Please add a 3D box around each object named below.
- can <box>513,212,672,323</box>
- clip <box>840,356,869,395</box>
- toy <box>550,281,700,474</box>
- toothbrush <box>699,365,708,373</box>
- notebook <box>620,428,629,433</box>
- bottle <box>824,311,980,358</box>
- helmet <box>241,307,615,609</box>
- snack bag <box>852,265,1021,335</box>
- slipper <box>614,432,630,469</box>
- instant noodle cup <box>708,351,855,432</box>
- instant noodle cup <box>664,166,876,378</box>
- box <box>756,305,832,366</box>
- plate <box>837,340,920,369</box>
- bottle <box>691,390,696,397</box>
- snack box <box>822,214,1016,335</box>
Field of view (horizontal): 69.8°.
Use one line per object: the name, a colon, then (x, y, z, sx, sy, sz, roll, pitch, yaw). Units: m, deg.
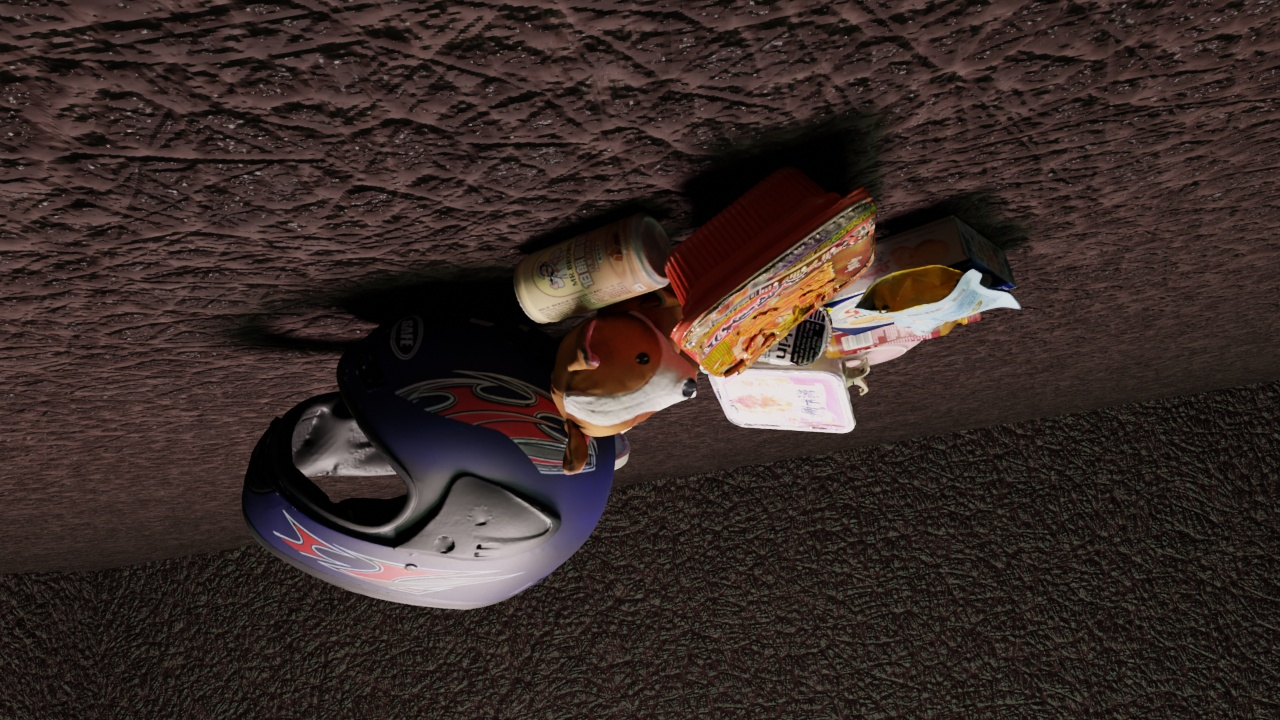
can: (-0.036, -0.070, 0.706, 0.116, 0.058, 0.058, -16, 166, 29)
clip: (0.269, 0.024, 1.223, 0.082, 0.034, 0.104, -14, 163, 18)
toy: (-0.005, 0.000, 0.763, 0.131, 0.140, 0.199, 14, -152, 24)
toothbrush: (0.109, 0.005, 1.227, 0.224, 0.026, 0.027, 3, 165, -41)
notebook: (-0.055, 0.078, 1.151, 0.208, 0.008, 0.147, -36, -163, 37)
bottle: (0.294, -0.046, 1.048, 0.175, 0.057, 0.057, -12, 168, 15)
helmet: (-0.174, 0.071, 0.831, 0.315, 0.247, 0.241, 15, 115, -22)
snack bag: (0.275, -0.052, 0.846, 0.111, 0.038, 0.190, -24, 163, 30)
slipper: (-0.116, 0.061, 1.054, 0.114, 0.054, 0.275, -16, -154, -38)
instant noodle cup: (0.186, 0.030, 1.183, 0.174, 0.060, 0.138, 1, 143, 24)
instant noodle cup: (0.093, -0.066, 0.681, 0.164, 0.079, 0.188, -37, 162, 5)
box: (0.101, -0.034, 0.878, 0.163, 0.076, 0.087, 7, 173, 20)
plate: (0.287, -0.019, 1.211, 0.192, 0.039, 0.192, -9, 168, -2)
bottle: (-0.020, 0.048, 1.288, 0.194, 0.044, 0.080, -8, 165, -8)
snack box: (0.256, -0.077, 0.914, 0.178, 0.045, 0.182, -18, 165, 33)
